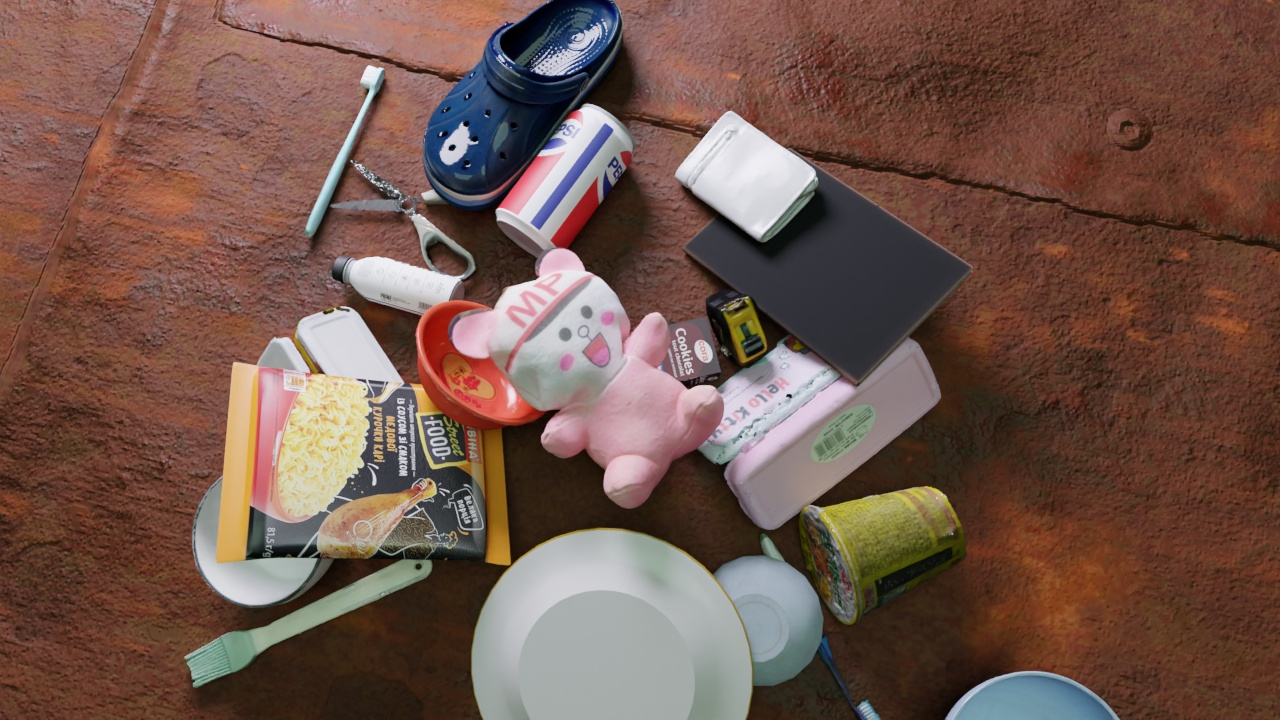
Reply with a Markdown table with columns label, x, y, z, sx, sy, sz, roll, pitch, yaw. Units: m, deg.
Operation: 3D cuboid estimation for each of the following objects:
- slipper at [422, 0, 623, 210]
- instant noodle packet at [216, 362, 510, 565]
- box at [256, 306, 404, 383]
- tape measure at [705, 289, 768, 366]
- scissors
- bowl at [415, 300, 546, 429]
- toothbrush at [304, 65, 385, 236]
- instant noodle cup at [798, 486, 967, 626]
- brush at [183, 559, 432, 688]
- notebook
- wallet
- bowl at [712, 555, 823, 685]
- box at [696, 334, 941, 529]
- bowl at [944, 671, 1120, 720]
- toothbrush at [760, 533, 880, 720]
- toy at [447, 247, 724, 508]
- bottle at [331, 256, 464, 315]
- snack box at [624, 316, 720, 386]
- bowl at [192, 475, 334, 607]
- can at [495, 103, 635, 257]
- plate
| label | x | y | z | sx | sy | sz | roll | pitch | yaw |
| --- | --- | --- | --- | --- | --- | --- | --- | --- | --- |
| slipper | -0.111 | -0.254 | 0.834 | 0.105 | 0.095 | 0.252 | 36 | 75 | 8 |
| instant noodle packet | -0.213 | 0.084 | 0.735 | 0.220 | 0.032 | 0.159 | 7 | 59 | -27 |
| box | -0.247 | 0.061 | 0.807 | 0.083 | 0.080 | 0.210 | -25 | 76 | -46 |
| tape measure | 0.082 | -0.027 | 0.798 | 0.038 | 0.067 | 0.062 | -27 | 108 | -7 |
| scissors | -0.199 | -0.139 | 0.853 | 0.157 | 0.012 | 0.169 | -25 | 79 | -6 |
| bowl | -0.139 | 0.013 | 0.779 | 0.130 | 0.130 | 0.045 | 51 | 124 | 10 |
| toothbrush | -0.281 | -0.199 | 0.867 | 0.016 | 0.016 | 0.180 | 17 | 78 | 2 |
| instant noodle cup | 0.197 | 0.149 | 0.745 | 0.108 | 0.102 | 0.102 | -17 | 78 | -12 |
| brush | -0.278 | 0.216 | 0.778 | 0.217 | 0.012 | 0.033 | -24 | 78 | -5 |
| notebook | 0.157 | -0.088 | 0.801 | 0.141 | 0.008 | 0.209 | -44 | 61 | -8 |
| wallet | 0.097 | -0.165 | 0.835 | 0.086 | 0.032 | 0.116 | -44 | 66 | 0 |
| bowl | 0.095 | 0.214 | 0.746 | 0.106 | 0.039 | 0.106 | -1 | 84 | 11 |
| box | 0.144 | 0.041 | 0.796 | 0.201 | 0.103 | 0.101 | -36 | 119 | -7 |
| bowl | 0.296 | 0.316 | 0.712 | 0.150 | 0.075 | 0.150 | 0 | 78 | 1 |
| toothbrush | 0.150 | 0.228 | 0.765 | 0.017 | 0.016 | 0.189 | -26 | 79 | -15 |
| toy | -0.042 | 0.010 | 0.747 | 0.213 | 0.084 | 0.141 | 44 | 74 | 6 |
| bottle | -0.219 | -0.068 | 0.824 | 0.116 | 0.041 | 0.041 | 16 | 78 | 5 |
| snack box | -0.005 | 0.005 | 0.808 | 0.141 | 0.032 | 0.051 | -13 | 78 | -2 |
| bowl | -0.300 | 0.143 | 0.760 | 0.116 | 0.065 | 0.116 | -1 | 83 | 9 |
| can | -0.067 | -0.159 | 0.826 | 0.070 | 0.070 | 0.132 | 34 | 80 | 8 |
| plate | -0.026 | 0.249 | 0.729 | 0.230 | 0.021 | 0.230 | 0 | 92 | 8 |
